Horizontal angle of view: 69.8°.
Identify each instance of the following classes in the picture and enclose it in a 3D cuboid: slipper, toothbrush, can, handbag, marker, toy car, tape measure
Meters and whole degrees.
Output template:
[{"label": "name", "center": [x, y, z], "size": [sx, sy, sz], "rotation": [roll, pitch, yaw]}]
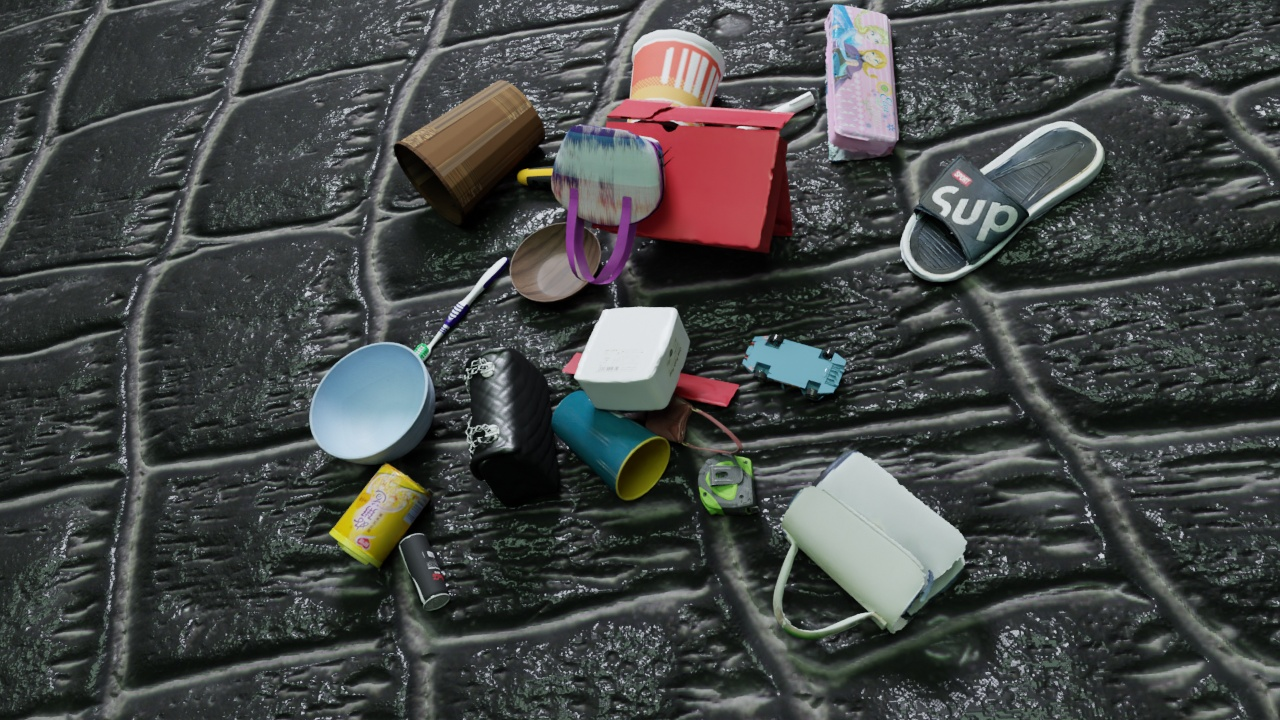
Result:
[{"label": "slipper", "center": [0.400, -0.190, 1.025], "size": [0.263, 0.063, 0.111], "rotation": [-32, 57, -6]}, {"label": "toothbrush", "center": [-0.071, -0.242, 1.217], "size": [0.197, 0.031, 0.030], "rotation": [4, 71, 15]}, {"label": "can", "center": [-0.234, 0.229, 0.994], "size": [0.031, 0.031, 0.080], "rotation": [-32, 57, -3]}, {"label": "handbag", "center": [0.195, 0.189, 0.861], "size": [0.176, 0.074, 0.151], "rotation": [-42, 58, -8]}, {"label": "handbag", "center": [0.060, 0.073, 0.975], "size": [0.120, 0.029, 0.055], "rotation": [22, 101, 38]}, {"label": "handbag", "center": [-0.040, -0.170, 1.023], "size": [0.145, 0.068, 0.170], "rotation": [14, 101, 24]}, {"label": "marker", "center": [0.163, -0.312, 1.190], "size": [0.133, 0.020, 0.017], "rotation": [-26, 61, 1]}, {"label": "handbag", "center": [-0.161, 0.071, 1.006], "size": [0.115, 0.125, 0.153], "rotation": [-12, 59, 10]}, {"label": "toothbrush", "center": [-0.230, -0.064, 1.170], "size": [0.015, 0.016, 0.186], "rotation": [31, 74, 29]}, {"label": "toy car", "center": [0.168, 0.009, 1.000], "size": [0.108, 0.027, 0.060], "rotation": [18, 67, 25]}, {"label": "tape measure", "center": [0.089, 0.128, 0.950], "size": [0.059, 0.036, 0.065], "rotation": [-11, 59, 11]}, {"label": "can", "center": [-0.288, 0.172, 1.022], "size": [0.068, 0.068, 0.105], "rotation": [26, 70, 28]}]

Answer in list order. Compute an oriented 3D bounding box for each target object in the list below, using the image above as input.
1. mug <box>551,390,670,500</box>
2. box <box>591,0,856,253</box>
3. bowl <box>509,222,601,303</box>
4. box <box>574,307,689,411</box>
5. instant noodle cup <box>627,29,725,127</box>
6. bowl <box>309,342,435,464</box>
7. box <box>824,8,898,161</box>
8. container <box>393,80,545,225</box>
[{"label": "mug", "center": [-0.037, 0.086, 0.993], "size": [0.121, 0.078, 0.078], "rotation": [35, 75, 35]}, {"label": "box", "center": [0.102, -0.315, 1.102], "size": [0.213, 0.128, 0.424], "rotation": [10, 63, 23]}, {"label": "bowl", "center": [-0.102, -0.116, 1.151], "size": [0.119, 0.032, 0.119], "rotation": [-8, 59, 13]}, {"label": "box", "center": [-0.002, 0.014, 0.990], "size": [0.103, 0.102, 0.107], "rotation": [-2, 46, 28]}, {"label": "instant noodle cup", "center": [0.039, -0.337, 1.190], "size": [0.123, 0.123, 0.121], "rotation": [5, 70, 19]}, {"label": "bowl", "center": [-0.305, 0.062, 1.086], "size": [0.151, 0.075, 0.150], "rotation": [-8, 59, 12]}, {"label": "box", "center": [0.276, -0.349, 1.169], "size": [0.084, 0.063, 0.229], "rotation": [9, 60, -7]}, {"label": "container", "center": [-0.223, -0.287, 1.235], "size": [0.132, 0.132, 0.167], "rotation": [36, 70, 30]}]
